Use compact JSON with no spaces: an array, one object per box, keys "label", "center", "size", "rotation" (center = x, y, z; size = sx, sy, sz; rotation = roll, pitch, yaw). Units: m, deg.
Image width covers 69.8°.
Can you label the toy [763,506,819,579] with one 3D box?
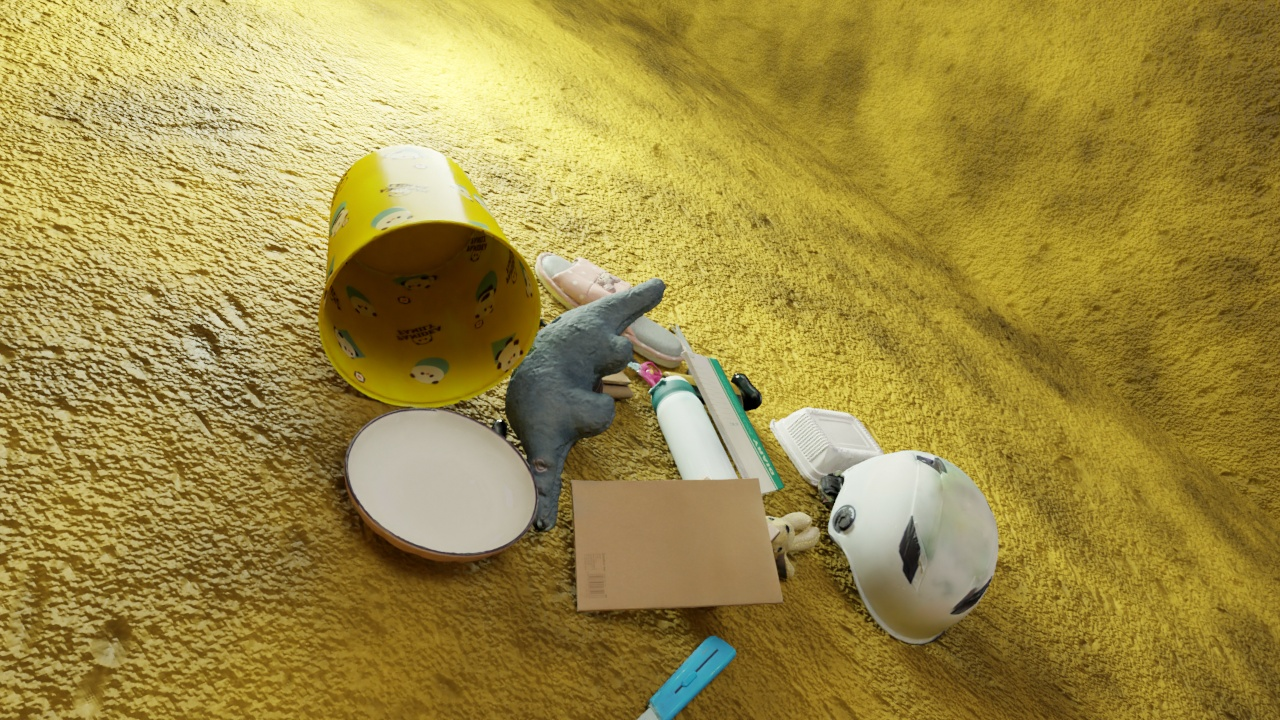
[{"label":"toy","center":[0.177,0.217,1.142],"size":[0.157,0.066,0.105],"rotation":[9,58,-57]}]

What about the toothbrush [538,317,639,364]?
[{"label":"toothbrush","center":[-0.081,-0.027,1.303],"size":[0.181,0.016,0.018],"rotation":[24,21,-16]}]

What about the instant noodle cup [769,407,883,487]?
[{"label":"instant noodle cup","center":[0.298,0.129,1.411],"size":[0.173,0.060,0.138],"rotation":[11,36,-39]}]

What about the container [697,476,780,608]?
[{"label":"container","center":[0.080,0.201,1.043],"size":[0.111,0.090,0.089],"rotation":[39,29,16]}]

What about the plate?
[{"label":"plate","center":[-0.197,0.126,0.903],"size":[0.192,0.039,0.192],"rotation":[19,34,-14]}]

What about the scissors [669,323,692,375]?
[{"label":"scissors","center":[0.076,-0.006,1.435],"size":[0.173,0.014,0.142],"rotation":[42,28,13]}]

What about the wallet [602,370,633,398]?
[{"label":"wallet","center":[-0.070,0.017,1.230],"size":[0.115,0.033,0.090],"rotation":[6,38,-47]}]

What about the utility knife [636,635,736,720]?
[{"label":"utility knife","center":[0.035,0.321,0.883],"size":[0.034,0.018,0.202],"rotation":[44,31,16]}]

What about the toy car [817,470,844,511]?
[{"label":"toy car","center":[0.320,0.216,1.315],"size":[0.158,0.042,0.070],"rotation":[33,31,-12]}]

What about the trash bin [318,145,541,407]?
[{"label":"trash bin","center":[-0.253,-0.112,1.051],"size":[0.229,0.230,0.255],"rotation":[16,27,-30]}]

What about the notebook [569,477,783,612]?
[{"label":"notebook","center":[0.034,0.190,0.966],"size":[0.211,0.012,0.149],"rotation":[0,51,-8]}]

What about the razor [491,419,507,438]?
[{"label":"razor","center":[-0.152,0.117,0.997],"size":[0.042,0.022,0.142],"rotation":[-5,40,-7]}]

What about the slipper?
[{"label":"slipper","center":[-0.040,-0.086,1.395],"size":[0.274,0.055,0.114],"rotation":[36,29,3]}]

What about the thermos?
[{"label":"thermos","center":[0.072,0.110,1.197],"size":[0.073,0.073,0.224],"rotation":[15,33,-31]}]

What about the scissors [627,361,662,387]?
[{"label":"scissors","center":[-0.009,0.006,1.296],"size":[0.135,0.017,0.064],"rotation":[30,31,-38]}]

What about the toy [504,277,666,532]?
[{"label":"toy","center":[-0.081,0.028,1.044],"size":[0.138,0.091,0.355],"rotation":[13,56,13]}]

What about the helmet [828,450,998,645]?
[{"label":"helmet","center":[0.378,0.226,1.202],"size":[0.229,0.146,0.257],"rotation":[35,40,-13]}]

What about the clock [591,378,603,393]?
[{"label":"clock","center":[-0.086,0.038,1.129],"size":[0.082,0.055,0.121],"rotation":[5,65,-4]}]

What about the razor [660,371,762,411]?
[{"label":"razor","center":[0.101,0.041,1.338],"size":[0.167,0.062,0.067],"rotation":[13,74,-33]}]

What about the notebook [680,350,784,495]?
[{"label":"notebook","center":[0.126,0.085,1.240],"size":[0.209,0.012,0.150],"rotation":[64,18,14]}]
